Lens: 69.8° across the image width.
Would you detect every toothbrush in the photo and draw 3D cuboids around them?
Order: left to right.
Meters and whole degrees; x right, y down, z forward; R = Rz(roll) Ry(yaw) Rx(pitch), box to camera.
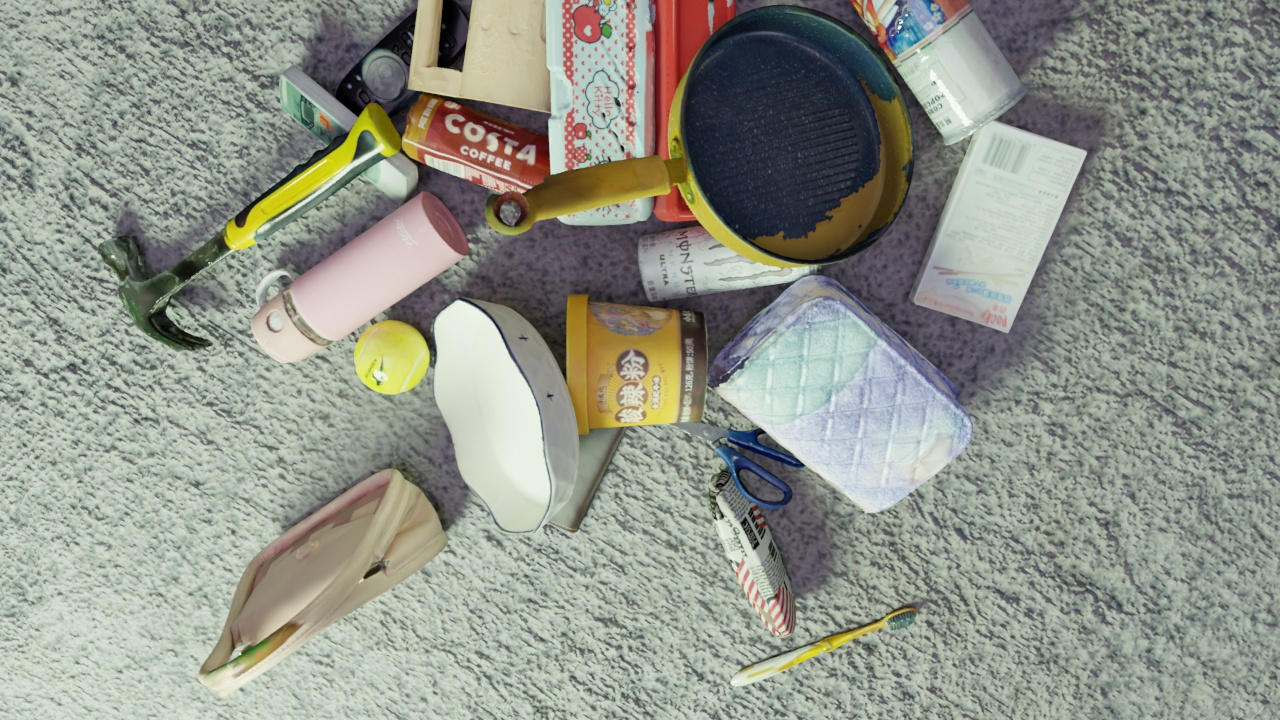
[{"bbox_3d":[0.172,0.274,0.869,0.191,0.018,0.016,-26,99,12],"label":"toothbrush"}]

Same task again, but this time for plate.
[{"bbox_3d":[-0.114,0.044,0.768,0.045,0.205,0.205,-16,106,-31],"label":"plate"}]

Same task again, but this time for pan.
[{"bbox_3d":[0.051,-0.143,0.655,0.356,0.078,0.197,-20,92,-20],"label":"pan"}]

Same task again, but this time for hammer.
[{"bbox_3d":[-0.330,-0.112,0.781,0.324,0.031,0.126,-26,91,22],"label":"hammer"}]

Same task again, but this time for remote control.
[{"bbox_3d":[-0.246,-0.188,0.776,0.135,0.056,0.019,40,65,-5],"label":"remote control"},{"bbox_3d":[-0.197,-0.248,0.769,0.136,0.024,0.053,-36,101,14],"label":"remote control"}]

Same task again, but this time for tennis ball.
[{"bbox_3d":[-0.221,-0.003,0.815,0.065,0.065,0.065,2,105,6],"label":"tennis ball"}]

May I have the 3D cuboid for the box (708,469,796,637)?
[{"bbox_3d":[0.099,0.176,0.829,0.052,0.068,0.164,-23,99,2],"label":"box"}]

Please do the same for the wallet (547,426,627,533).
[{"bbox_3d":[-0.078,0.089,0.849,0.096,0.020,0.122,25,104,0],"label":"wallet"}]

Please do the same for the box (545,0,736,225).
[{"bbox_3d":[0.005,-0.208,0.713,0.161,0.058,0.201,-6,106,-20],"label":"box"}]

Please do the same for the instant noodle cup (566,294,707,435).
[{"bbox_3d":[-0.005,0.005,0.772,0.114,0.118,0.118,1,105,-2],"label":"instant noodle cup"}]

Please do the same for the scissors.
[{"bbox_3d":[0.073,0.062,0.817,0.132,0.012,0.172,-28,68,-21],"label":"scissors"}]

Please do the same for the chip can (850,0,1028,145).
[{"bbox_3d":[0.203,-0.272,0.694,0.071,0.071,0.215,-35,98,14],"label":"chip can"}]

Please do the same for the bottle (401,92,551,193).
[{"bbox_3d":[-0.106,-0.166,0.763,0.175,0.057,0.057,21,106,0],"label":"bottle"}]

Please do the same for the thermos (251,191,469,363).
[{"bbox_3d":[-0.252,-0.076,0.804,0.199,0.067,0.087,-30,78,14],"label":"thermos"}]

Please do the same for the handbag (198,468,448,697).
[{"bbox_3d":[-0.285,0.204,0.790,0.193,0.233,0.093,-32,101,13],"label":"handbag"}]

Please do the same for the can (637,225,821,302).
[{"bbox_3d":[0.073,-0.087,0.763,0.147,0.058,0.058,-8,104,9],"label":"can"}]

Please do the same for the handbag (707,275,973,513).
[{"bbox_3d":[0.168,0.030,0.764,0.194,0.075,0.134,40,112,-13],"label":"handbag"}]

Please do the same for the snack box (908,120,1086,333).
[{"bbox_3d":[0.289,-0.109,0.750,0.085,0.026,0.157,18,106,1],"label":"snack box"}]

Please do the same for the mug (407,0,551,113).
[{"bbox_3d":[-0.116,-0.256,0.725,0.124,0.084,0.103,9,104,-4],"label":"mug"}]
